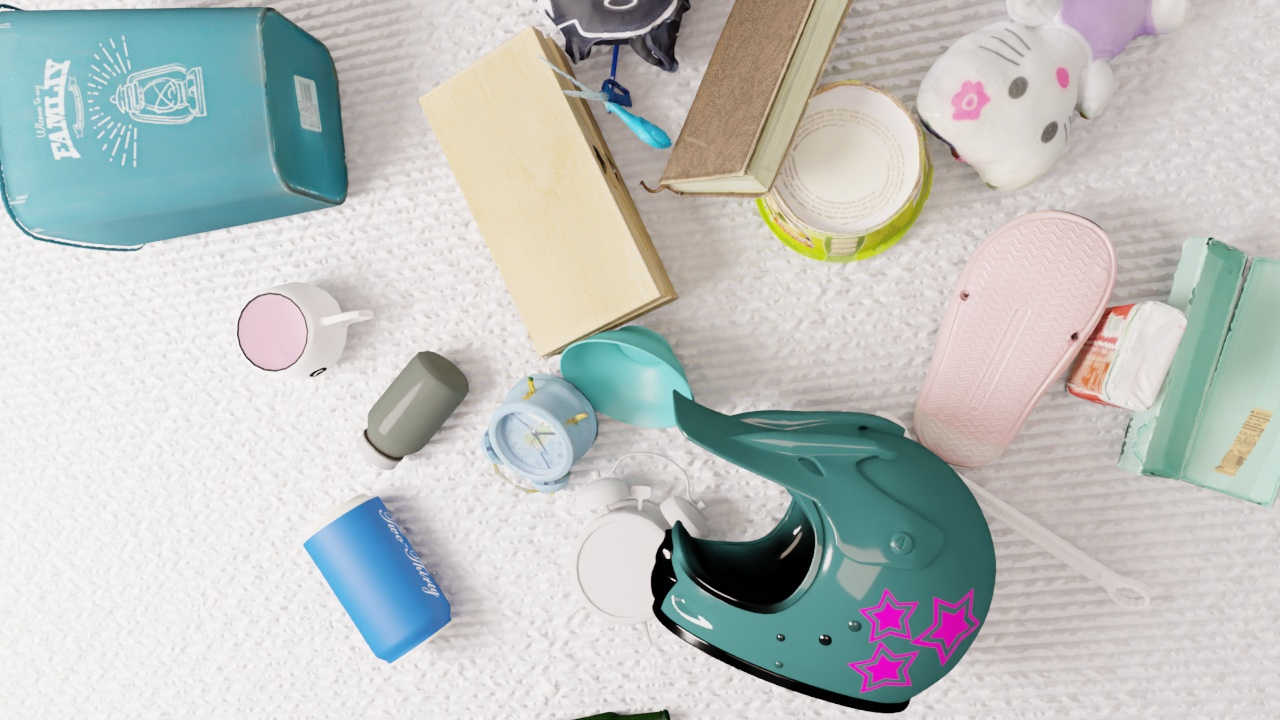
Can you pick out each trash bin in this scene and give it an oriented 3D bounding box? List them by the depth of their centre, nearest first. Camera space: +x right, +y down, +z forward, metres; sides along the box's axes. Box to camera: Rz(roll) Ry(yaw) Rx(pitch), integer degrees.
[{"bbox_3d":[-0.393,-0.205,0.801,0.219,0.199,0.196,-5,93,5],"label":"trash bin"}]

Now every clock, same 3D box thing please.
[{"bbox_3d":[-0.004,0.159,0.807,0.120,0.061,0.159,15,92,10],"label":"clock"},{"bbox_3d":[-0.092,0.070,0.811,0.089,0.051,0.125,33,127,2],"label":"clock"}]

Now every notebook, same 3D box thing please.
[{"bbox_3d":[0.083,-0.229,0.728,0.034,0.190,0.215,23,88,-26],"label":"notebook"}]

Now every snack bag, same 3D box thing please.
[{"bbox_3d":[0.362,-0.003,0.691,0.036,0.115,0.077,21,94,10],"label":"snack bag"}]

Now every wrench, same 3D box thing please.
[{"bbox_3d":[0.294,0.122,0.754,0.273,0.009,0.047,33,143,6],"label":"wrench"}]

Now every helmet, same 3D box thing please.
[{"bbox_3d":[0.136,0.132,0.708,0.275,0.176,0.200,18,99,1],"label":"helmet"}]

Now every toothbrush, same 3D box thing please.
[{"bbox_3d":[-0.015,-0.310,0.800,0.011,0.016,0.187,7,97,9],"label":"toothbrush"}]

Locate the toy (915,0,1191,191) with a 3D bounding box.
[{"bbox_3d":[0.303,-0.233,0.696,0.137,0.085,0.209,40,94,-28],"label":"toy"}]

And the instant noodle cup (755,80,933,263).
[{"bbox_3d":[0.160,-0.153,0.730,0.146,0.097,0.146,1,94,11],"label":"instant noodle cup"}]

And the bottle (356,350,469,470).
[{"bbox_3d":[-0.210,0.047,0.838,0.060,0.060,0.108,42,100,6],"label":"bottle"}]

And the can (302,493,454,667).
[{"bbox_3d":[-0.241,0.200,0.844,0.079,0.079,0.146,-35,86,11],"label":"can"}]

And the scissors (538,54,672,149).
[{"bbox_3d":[-0.030,-0.216,0.756,0.127,0.127,0.014,27,117,-17],"label":"scissors"}]

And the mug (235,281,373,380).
[{"bbox_3d":[-0.302,-0.030,0.843,0.124,0.076,0.090,-12,91,12],"label":"mug"}]

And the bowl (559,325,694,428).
[{"bbox_3d":[-0.005,0.005,0.788,0.121,0.121,0.046,17,57,10],"label":"bowl"}]

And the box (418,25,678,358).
[{"bbox_3d":[-0.079,-0.139,0.788,0.128,0.092,0.249,-25,87,8],"label":"box"}]

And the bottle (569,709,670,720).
[{"bbox_3d":[-0.033,0.337,0.835,0.123,0.033,0.033,-17,90,11],"label":"bottle"}]

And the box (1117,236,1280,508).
[{"bbox_3d":[0.444,0.009,0.691,0.113,0.078,0.187,20,99,33],"label":"box"}]

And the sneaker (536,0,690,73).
[{"bbox_3d":[0.027,-0.318,0.749,0.252,0.097,0.151,-20,105,2],"label":"sneaker"}]

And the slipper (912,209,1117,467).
[{"bbox_3d":[0.290,-0.016,0.735,0.107,0.055,0.222,25,109,10],"label":"slipper"}]
